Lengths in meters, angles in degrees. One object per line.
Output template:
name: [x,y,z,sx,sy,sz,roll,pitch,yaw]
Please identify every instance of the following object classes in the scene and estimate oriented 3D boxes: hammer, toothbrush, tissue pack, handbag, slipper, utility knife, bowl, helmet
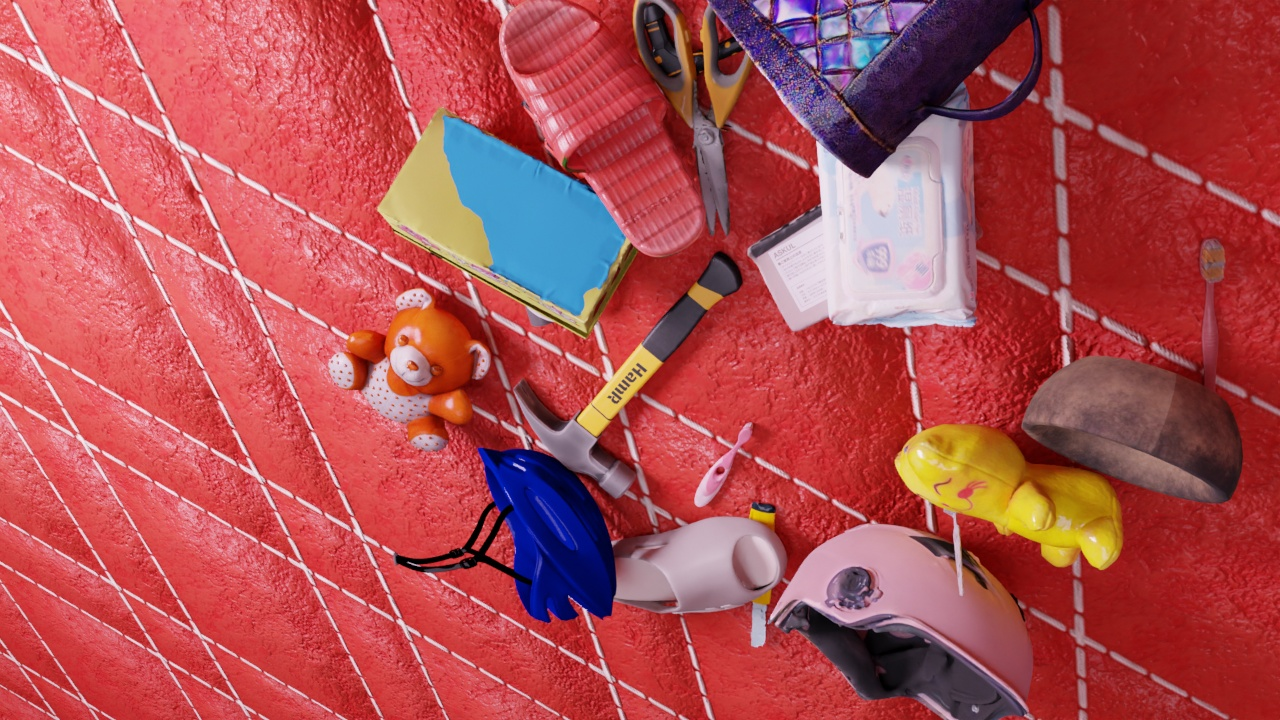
hammer: [-0.006,0.006,0.958,0.170,0.034,0.325,39,124,-3]
toothbrush: [0.473,-0.015,0.762,0.015,0.015,0.184,-7,118,18]
toothbrush: [0.288,0.166,0.845,0.010,0.181,0.010,27,113,7]
toothbrush: [0.090,0.115,0.994,0.021,0.016,0.135,30,128,3]
tissue pack: [0.199,-0.116,0.712,0.112,0.069,0.182,0,103,30]
handbag: [0.173,-0.247,0.607,0.205,0.125,0.222,-46,70,22]
slipper: [-0.027,-0.198,0.775,0.103,0.059,0.249,-35,99,5]
slipper: [0.037,0.251,1.049,0.267,0.080,0.113,-13,110,33]
hammer: [0.150,-0.279,0.721,0.321,0.036,0.123,-14,114,31]
utility knife: [0.137,0.251,1.055,0.030,0.019,0.219,11,118,22]
bowl: [0.408,0.052,0.756,0.162,0.162,0.070,25,85,6]
helmet: [0.269,0.252,0.901,0.230,0.152,0.256,41,156,-16]
tissue pack: [0.196,-0.100,0.798,0.182,0.071,0.104,-30,90,30]
helmet: [-0.148,0.217,1.030,0.241,0.227,0.148,63,162,-2]

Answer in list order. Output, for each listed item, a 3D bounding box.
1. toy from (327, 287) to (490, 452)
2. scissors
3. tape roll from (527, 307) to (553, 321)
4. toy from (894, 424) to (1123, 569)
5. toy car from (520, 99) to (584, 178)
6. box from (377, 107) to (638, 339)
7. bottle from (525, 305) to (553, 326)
toy: [-0.250,0.011,1.019,0.164,0.092,0.173,41,124,-4]
scissors: [0.045,-0.210,0.791,0.134,0.016,0.228,13,128,19]
tape roll: [-0.078,-0.083,0.919,0.093,0.013,0.093,-1,112,-2]
toy: [0.335,0.114,0.834,0.194,0.134,0.087,25,83,12]
toy car: [-0.066,-0.210,0.836,0.100,0.051,0.049,42,124,-7]
box: [-0.116,-0.126,0.858,0.221,0.082,0.124,27,83,1]
bottle: [-0.114,-0.091,0.940,0.030,0.030,0.113,-3,118,23]
